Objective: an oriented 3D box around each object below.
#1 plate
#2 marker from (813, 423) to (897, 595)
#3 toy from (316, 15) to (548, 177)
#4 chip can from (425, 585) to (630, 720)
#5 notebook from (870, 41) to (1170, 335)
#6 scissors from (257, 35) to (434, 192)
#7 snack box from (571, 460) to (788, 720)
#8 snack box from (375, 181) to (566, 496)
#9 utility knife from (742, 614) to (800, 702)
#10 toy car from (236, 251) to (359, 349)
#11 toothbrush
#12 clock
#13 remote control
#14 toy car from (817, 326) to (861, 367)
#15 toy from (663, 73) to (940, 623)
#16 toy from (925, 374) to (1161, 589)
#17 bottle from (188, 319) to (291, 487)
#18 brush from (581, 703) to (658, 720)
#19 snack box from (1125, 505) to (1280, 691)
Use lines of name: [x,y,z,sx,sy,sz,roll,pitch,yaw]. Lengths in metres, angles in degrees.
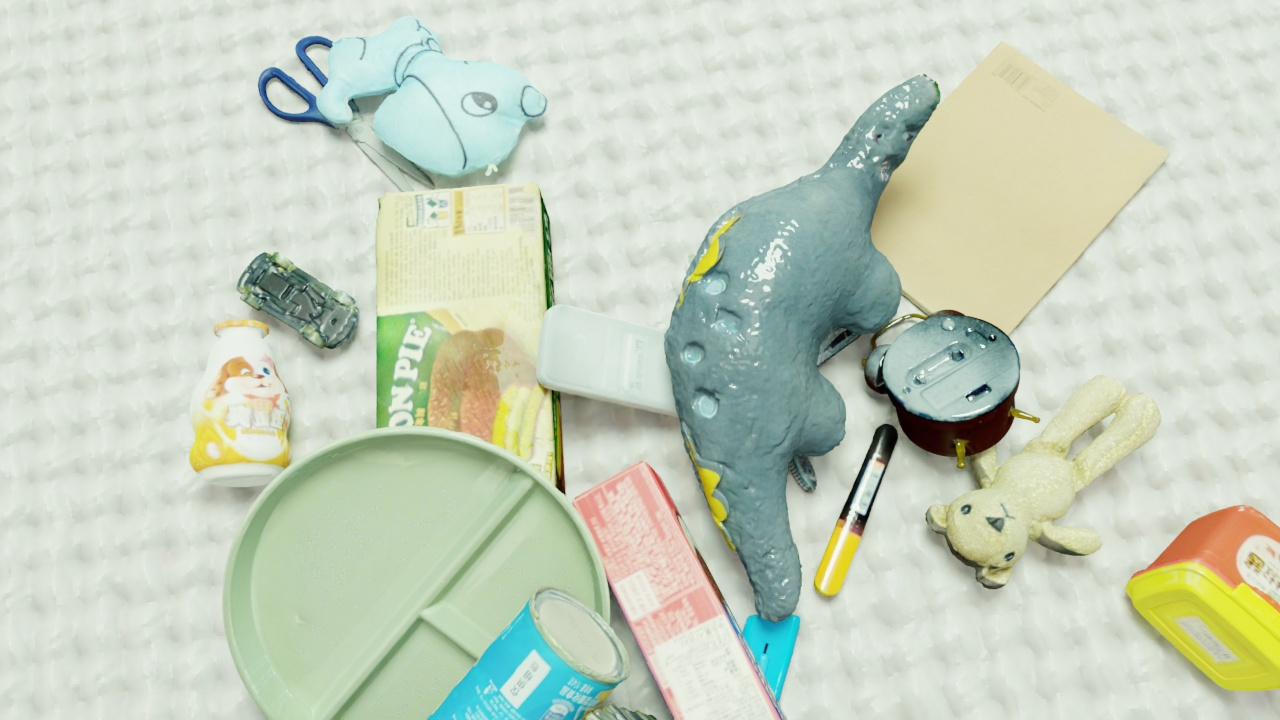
plate: [-0.132,0.148,0.552,0.230,0.027,0.230,0,100,-1]
marker: [0.144,0.097,0.607,0.018,0.015,0.123,24,74,7]
toy: [-0.154,-0.192,0.680,0.161,0.050,0.156,-20,75,-7]
chip can: [-0.098,0.227,0.517,0.071,0.071,0.210,42,98,12]
notebook: [0.257,-0.123,0.666,0.149,0.012,0.211,42,80,13]
scissors: [-0.214,-0.189,0.703,0.173,0.012,0.126,16,76,5]
snack box: [0.029,0.166,0.557,0.058,0.057,0.207,-29,69,1]
snack box: [-0.114,0.002,0.618,0.114,0.063,0.239,-6,74,1]
utility knife: [0.064,0.234,0.569,0.034,0.018,0.160,15,77,6]
toy car: [-0.241,-0.041,0.650,0.090,0.034,0.042,29,75,8]
toothbrush: [0.075,0.005,0.633,0.016,0.017,0.187,-25,75,-6]
clock: [0.197,0.009,0.600,0.082,0.055,0.122,-31,47,-1]
remote control: [-0.004,0.004,0.604,0.135,0.020,0.055,13,72,-26]
toy car: [0.130,-0.030,0.634,0.105,0.031,0.049,-35,75,-7]
toy: [0.090,-0.023,0.577,0.138,0.091,0.356,19,87,1]
toy: [0.258,0.073,0.581,0.157,0.066,0.105,-41,71,-2]
bottle: [-0.268,0.028,0.616,0.063,0.063,0.108,-7,74,0]
brush: [-0.001,0.232,0.505,0.069,0.146,0.063,39,79,26]
snack box: [0.361,0.142,0.556,0.080,0.082,0.091,-40,77,-23]
